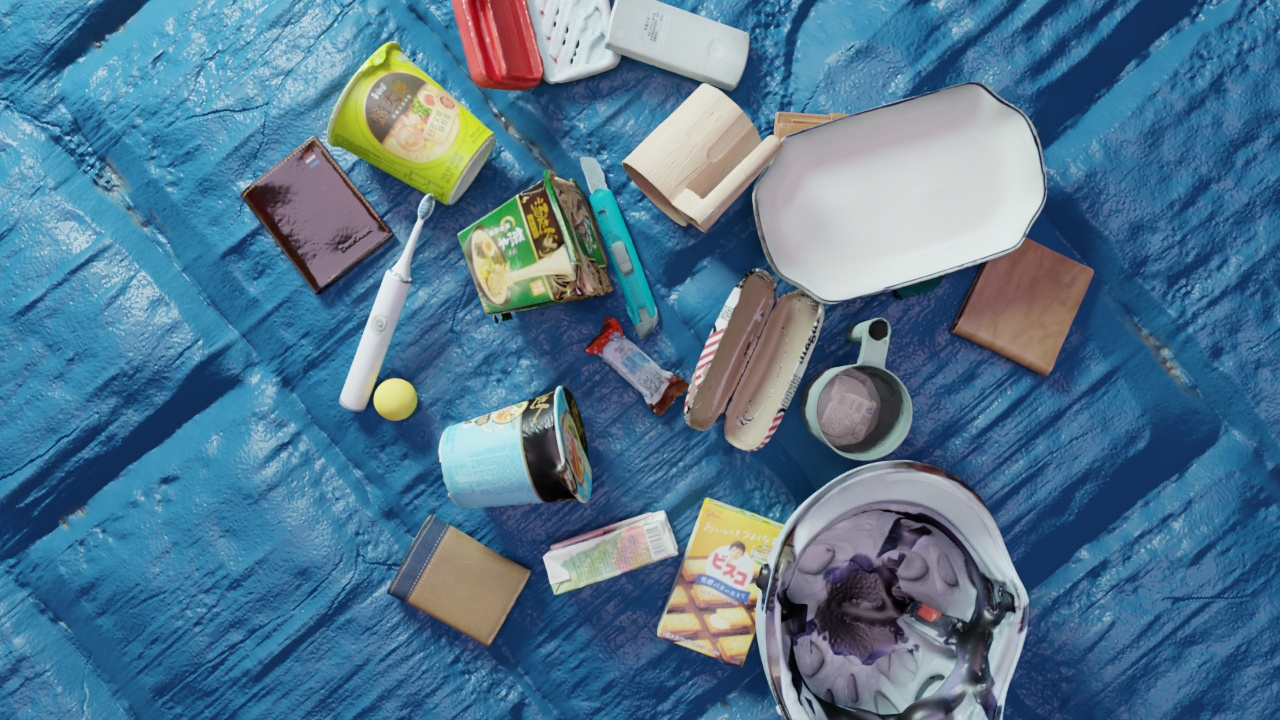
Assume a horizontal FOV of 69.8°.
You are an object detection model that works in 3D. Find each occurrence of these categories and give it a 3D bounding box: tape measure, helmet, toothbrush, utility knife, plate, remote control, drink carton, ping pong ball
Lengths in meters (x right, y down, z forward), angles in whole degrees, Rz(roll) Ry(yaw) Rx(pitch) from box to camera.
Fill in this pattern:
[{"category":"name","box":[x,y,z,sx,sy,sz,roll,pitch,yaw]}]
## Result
[{"category":"tape measure","box":[0.262,-0.090,0.871,0.054,0.025,0.058,-12,91,3]},{"category":"helmet","box":[0.208,0.217,0.818,0.229,0.146,0.258,0,85,-4]},{"category":"toothbrush","box":[-0.234,-0.053,0.858,0.026,0.026,0.221,22,105,-11]},{"category":"utility knife","box":[-0.022,-0.111,0.883,0.029,0.013,0.185,-21,90,1]},{"category":"plate","box":[0.233,-0.150,0.838,0.266,0.034,0.162,-17,95,0]},{"category":"remote control","box":[0.036,-0.300,0.862,0.135,0.019,0.056,15,85,-12]},{"category":"drink carton","box":[-0.029,0.180,0.869,0.122,0.053,0.045,-18,86,2]},{"category":"ping pong ball","box":[-0.234,0.037,0.878,0.040,0.040,0.040,0,91,1]}]

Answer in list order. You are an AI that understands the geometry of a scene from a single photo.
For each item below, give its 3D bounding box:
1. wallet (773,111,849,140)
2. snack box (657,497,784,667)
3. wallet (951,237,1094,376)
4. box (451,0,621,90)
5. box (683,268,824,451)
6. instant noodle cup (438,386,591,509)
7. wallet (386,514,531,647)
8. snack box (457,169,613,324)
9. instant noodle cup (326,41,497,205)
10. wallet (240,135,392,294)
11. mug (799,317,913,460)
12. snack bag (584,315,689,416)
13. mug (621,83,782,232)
[{"category":"wallet","box":[0.190,-0.186,0.866,0.130,0.035,0.119,4,89,-2]},{"category":"snack box","box":[0.079,0.211,0.878,0.087,0.034,0.140,21,90,0]},{"category":"wallet","box":[0.365,-0.057,0.874,0.101,0.020,0.115,25,89,-1]},{"category":"box","box":[-0.110,-0.358,0.861,0.157,0.069,0.201,-14,89,-22]},{"category":"box","box":[0.108,0.001,0.851,0.086,0.075,0.162,22,88,32]},{"category":"instant noodle cup","box":[-0.117,0.089,0.849,0.120,0.111,0.111,-12,91,7]},{"category":"wallet","box":[-0.175,0.212,0.885,0.115,0.033,0.090,29,94,0]},{"category":"snack box","box":[-0.099,-0.099,0.843,0.106,0.118,0.117,-19,91,11]},{"category":"instant noodle cup","box":[-0.204,-0.210,0.846,0.123,0.111,0.111,34,91,-7]},{"category":"wallet","box":[-0.313,-0.140,0.889,0.096,0.020,0.122,-38,92,2]},{"category":"mug","box":[0.197,0.025,0.836,0.083,0.103,0.124,11,90,1]},{"category":"snack bag","box":[-0.005,0.005,0.879,0.105,0.026,0.045,42,83,0]},{"category":"mug","box":[0.058,-0.180,0.832,0.103,0.124,0.084,-46,133,0]}]
